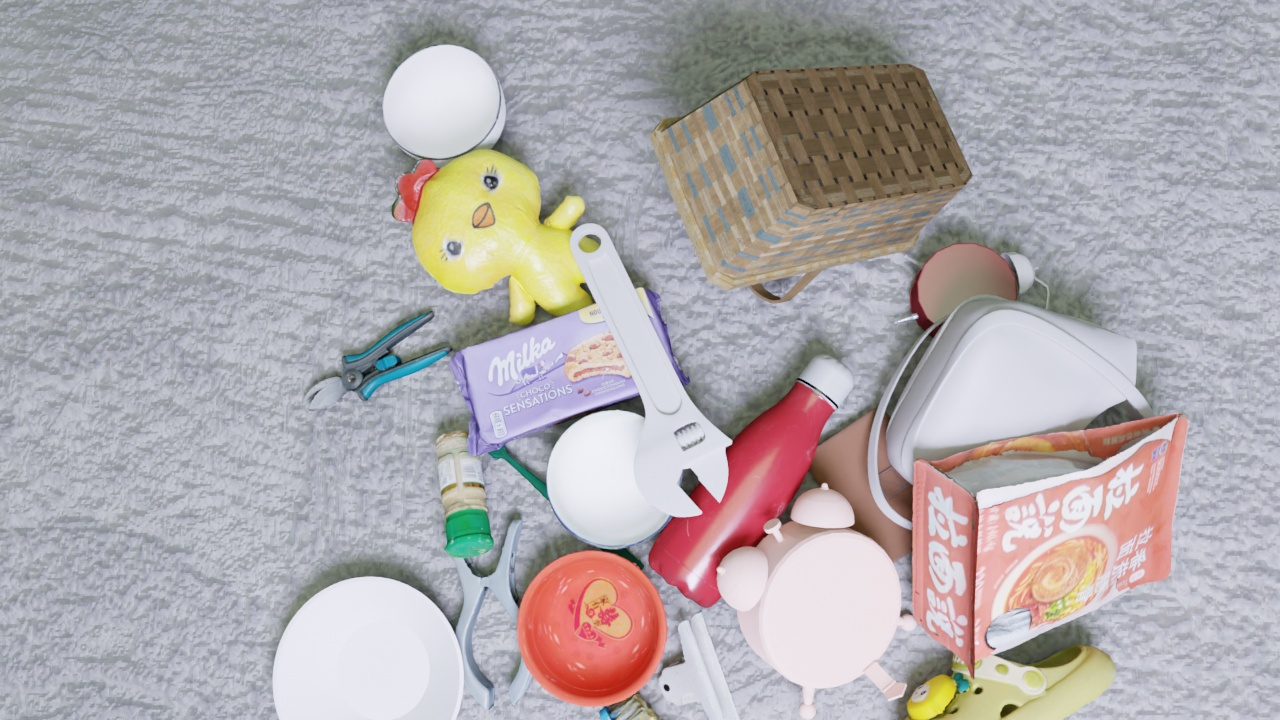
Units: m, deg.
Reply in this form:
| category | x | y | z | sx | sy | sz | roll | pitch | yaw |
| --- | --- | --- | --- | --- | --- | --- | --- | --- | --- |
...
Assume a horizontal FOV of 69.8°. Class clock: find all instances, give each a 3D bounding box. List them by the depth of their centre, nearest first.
| category | x | y | z | sx | sy | sz | roll | pitch | yaw |
| --- | --- | --- | --- | --- | --- | --- | --- | --- | --- |
| clock | 0.149 | 0.197 | 0.746 | 0.131 | 0.086 | 0.160 | -35 | 99 | -13 |
| clock | 0.293 | -0.056 | 0.805 | 0.124 | 0.044 | 0.087 | 9 | 83 | 8 |

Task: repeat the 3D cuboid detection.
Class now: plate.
| category | x | y | z | sx | sy | sz | roll | pitch | yaw |
| --- | --- | --- | --- | --- | --- | --- | --- | --- | --- |
| plate | -0.238 | 0.281 | 0.823 | 0.174 | 0.036 | 0.174 | -1 | 82 | 6 |

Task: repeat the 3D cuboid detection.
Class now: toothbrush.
| category | x | y | z | sx | sy | sz | roll | pitch | yaw |
| --- | --- | --- | --- | --- | --- | --- | --- | --- | --- |
| toothbrush | -0.073 | 0.131 | 0.837 | 0.190 | 0.017 | 0.016 | 39 | 71 | 8 |

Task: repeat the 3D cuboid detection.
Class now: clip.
| category | x | y | z | sx | sy | sz | roll | pitch | yaw |
| --- | --- | --- | --- | --- | --- | --- | --- | --- | --- |
| clip | 0.050 | 0.277 | 0.800 | 0.057 | 0.054 | 0.102 | -14 | 78 | -31 |
| clip | -0.118 | 0.224 | 0.824 | 0.106 | 0.028 | 0.163 | -13 | 82 | 3 |

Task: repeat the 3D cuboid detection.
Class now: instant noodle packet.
| category | x | y | z | sx | sy | sz | roll | pitch | yaw |
| --- | --- | --- | --- | --- | --- | --- | --- | --- | --- |
| instant noodle packet | 0.333 | 0.136 | 0.728 | 0.220 | 0.084 | 0.164 | -13 | 113 | -13 |

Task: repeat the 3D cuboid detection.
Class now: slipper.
| category | x | y | z | sx | sy | sz | roll | pitch | yaw |
| --- | --- | --- | --- | --- | --- | --- | --- | --- | --- |
| slipper | 0.285 | 0.267 | 0.742 | 0.190 | 0.092 | 0.081 | -27 | 78 | -1 |

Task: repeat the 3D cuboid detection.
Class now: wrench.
| category | x | y | z | sx | sy | sz | roll | pitch | yaw |
| --- | --- | --- | --- | --- | --- | --- | --- | --- | --- |
| wrench | -0.005 | 0.005 | 0.785 | 0.086 | 0.018 | 0.273 | -26 | 75 | -3 |

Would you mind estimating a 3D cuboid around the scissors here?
| category | x | y | z | sx | sy | sz | roll | pitch | yaw |
| --- | --- | --- | --- | --- | --- | --- | --- | --- | --- |
| scissors | -0.246 | 0.007 | 0.871 | 0.150 | 0.019 | 0.131 | 16 | 84 | 7 |

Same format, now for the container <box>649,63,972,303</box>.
| category | x | y | z | sx | sy | sz | roll | pitch | yaw |
| --- | --- | --- | --- | --- | --- | --- | --- | --- | --- |
| container | 0.129 | -0.145 | 0.780 | 0.249 | 0.187 | 0.157 | -15 | 78 | -33 |

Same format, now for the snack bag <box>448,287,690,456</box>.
| category | x | y | z | sx | sy | sz | roll | pitch | yaw |
| --- | --- | --- | --- | --- | --- | --- | --- | --- | --- |
| snack bag | -0.067 | 0.011 | 0.828 | 0.205 | 0.058 | 0.096 | -18 | 78 | 2 |

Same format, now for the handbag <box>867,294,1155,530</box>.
| category | x | y | z | sx | sy | sz | roll | pitch | yaw |
| --- | --- | --- | --- | --- | --- | --- | --- | --- | --- |
| handbag | 0.324 | 0.064 | 0.765 | 0.222 | 0.095 | 0.216 | 23 | 106 | -9 |

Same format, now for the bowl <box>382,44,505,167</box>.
| category | x | y | z | sx | sy | sz | roll | pitch | yaw |
| --- | --- | --- | --- | --- | --- | --- | --- | --- | --- |
| bowl | -0.181 | -0.234 | 0.874 | 0.113 | 0.063 | 0.113 | -1 | 82 | 6 |

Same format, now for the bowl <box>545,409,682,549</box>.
| category | x | y | z | sx | sy | sz | roll | pitch | yaw |
| --- | --- | --- | --- | --- | --- | --- | --- | --- | --- |
| bowl | -0.020 | 0.105 | 0.810 | 0.118 | 0.062 | 0.118 | -1 | 82 | 6 |

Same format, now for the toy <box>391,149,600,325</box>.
| category | x | y | z | sx | sy | sz | roll | pitch | yaw |
| --- | --- | --- | --- | --- | --- | --- | --- | --- | --- |
| toy | -0.123 | -0.111 | 0.842 | 0.207 | 0.092 | 0.134 | 30 | 88 | -1 |

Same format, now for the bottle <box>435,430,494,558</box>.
| category | x | y | z | sx | sy | sz | roll | pitch | yaw |
| --- | --- | --- | --- | --- | --- | --- | --- | --- | --- |
| bottle | -0.159 | 0.119 | 0.820 | 0.043 | 0.043 | 0.111 | -16 | 62 | 4 |

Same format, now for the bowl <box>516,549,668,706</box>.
| category | x | y | z | sx | sy | sz | roll | pitch | yaw |
| --- | --- | --- | --- | --- | --- | --- | --- | --- | --- |
| bowl | -0.040 | 0.231 | 0.803 | 0.130 | 0.045 | 0.130 | -1 | 82 | 6 |

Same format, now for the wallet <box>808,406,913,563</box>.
| category | x | y | z | sx | sy | sz | roll | pitch | yaw |
| --- | --- | --- | --- | --- | --- | --- | --- | --- | --- |
| wallet | 0.210 | 0.112 | 0.807 | 0.087 | 0.013 | 0.121 | -33 | 81 | 1 |

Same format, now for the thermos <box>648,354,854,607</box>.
| category | x | y | z | sx | sy | sz | roll | pitch | yaw |
| --- | --- | --- | --- | --- | --- | --- | --- | --- | --- |
| thermos | 0.102 | 0.098 | 0.791 | 0.073 | 0.073 | 0.240 | 36 | 87 | 10 |

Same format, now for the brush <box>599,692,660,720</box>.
| category | x | y | z | sx | sy | sz | roll | pitch | yaw |
| --- | --- | --- | --- | --- | --- | --- | --- | --- | --- |
| brush | 0.005 | 0.354 | 0.776 | 0.075 | 0.055 | 0.136 | -38 | 79 | -5 |
